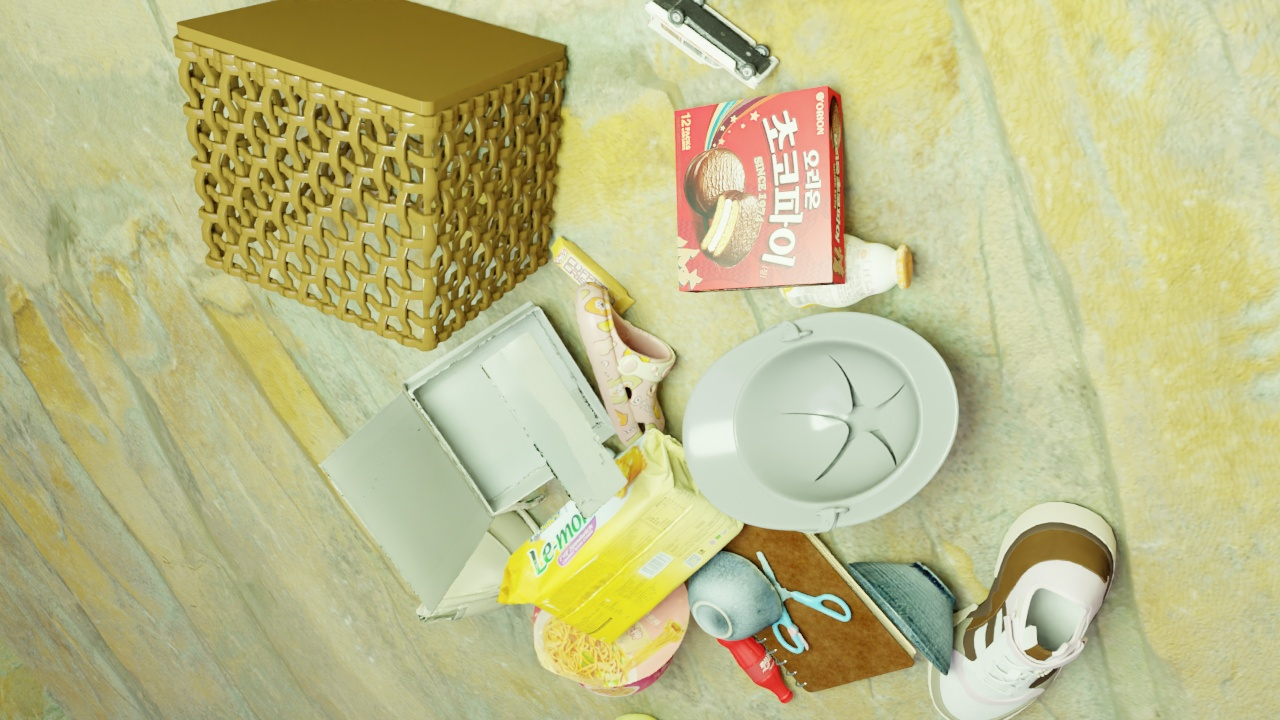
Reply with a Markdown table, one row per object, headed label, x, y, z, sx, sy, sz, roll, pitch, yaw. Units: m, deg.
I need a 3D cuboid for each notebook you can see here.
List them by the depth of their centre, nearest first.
| label | x | y | z | sx | sy | sz | roll | pitch | yaw |
| --- | --- | --- | --- | --- | --- | --- | --- | --- | --- |
| notebook | 0.167 | 0.262 | 1.000 | 0.225 | 0.024 | 0.168 | 49 | 133 | -6 |

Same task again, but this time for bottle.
| label | x | y | z | sx | sy | sz | roll | pitch | yaw |
| --- | --- | --- | --- | --- | --- | --- | --- | --- | --- |
| bottle | 0.172 | -0.077 | 0.777 | 0.109 | 0.062 | 0.063 | -1 | 118 | 28 |
| bottle | 0.136 | 0.352 | 1.070 | 0.036 | 0.036 | 0.119 | -34 | 99 | 38 |

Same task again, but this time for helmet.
| label | x | y | z | sx | sy | sz | roll | pitch | yaw |
| --- | --- | --- | --- | --- | --- | --- | --- | --- | --- |
| helmet | 0.175 | 0.056 | 0.828 | 0.272 | 0.117 | 0.183 | -18 | 78 | 40 |

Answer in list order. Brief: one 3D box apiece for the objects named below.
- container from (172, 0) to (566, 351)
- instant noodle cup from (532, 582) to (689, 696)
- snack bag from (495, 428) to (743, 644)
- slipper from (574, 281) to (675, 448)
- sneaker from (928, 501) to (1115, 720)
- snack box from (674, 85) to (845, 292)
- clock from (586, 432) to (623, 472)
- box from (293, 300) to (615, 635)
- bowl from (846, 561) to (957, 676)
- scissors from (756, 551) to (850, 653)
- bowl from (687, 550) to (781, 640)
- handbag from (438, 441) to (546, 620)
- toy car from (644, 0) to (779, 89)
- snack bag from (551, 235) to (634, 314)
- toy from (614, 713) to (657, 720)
| label | x | y | z | sx | sy | sz | roll | pitch | yaw |
| --- | --- | --- | --- | --- | --- | --- | --- | --- | --- |
| container | -0.231 | -0.185 | 0.829 | 0.252 | 0.218 | 0.215 | 21 | 126 | 16 |
| instant noodle cup | -0.029 | 0.308 | 1.059 | 0.179 | 0.178 | 0.078 | 14 | 140 | 21 |
| snack bag | -0.012 | 0.193 | 0.940 | 0.247 | 0.068 | 0.159 | -43 | 129 | 12 |
| slipper | -0.005 | 0.005 | 0.908 | 0.081 | 0.093 | 0.197 | -18 | 124 | 4 |
| sneaker | 0.350 | 0.273 | 0.855 | 0.112 | 0.116 | 0.295 | 26 | 127 | 12 |
| snack box | 0.097 | -0.136 | 0.758 | 0.133 | 0.035 | 0.152 | -1 | 91 | 29 |
| clock | -0.016 | 0.132 | 1.006 | 0.083 | 0.056 | 0.118 | -6 | 104 | 25 |
| box | -0.161 | 0.085 | 0.877 | 0.165 | 0.329 | 0.167 | -26 | 104 | 27 |
| bowl | 0.271 | 0.236 | 0.902 | 0.057 | 0.137 | 0.137 | -41 | 96 | -1 |
| scissors | 0.166 | 0.258 | 0.973 | 0.130 | 0.015 | 0.135 | -13 | 115 | 37 |
| bowl | 0.091 | 0.262 | 0.986 | 0.110 | 0.055 | 0.110 | 21 | 130 | 27 |
| handbag | -0.222 | 0.189 | 1.086 | 0.229 | 0.183 | 0.132 | 52 | 127 | 13 |
| toy car | 0.056 | -0.260 | 0.748 | 0.113 | 0.039 | 0.039 | 38 | 150 | 2 |
| snack bag | -0.050 | -0.085 | 0.919 | 0.099 | 0.020 | 0.026 | 42 | 128 | -1 |
| toy | 0.027 | 0.536 | 1.211 | 0.207 | 0.092 | 0.134 | 36 | 135 | -7 |
